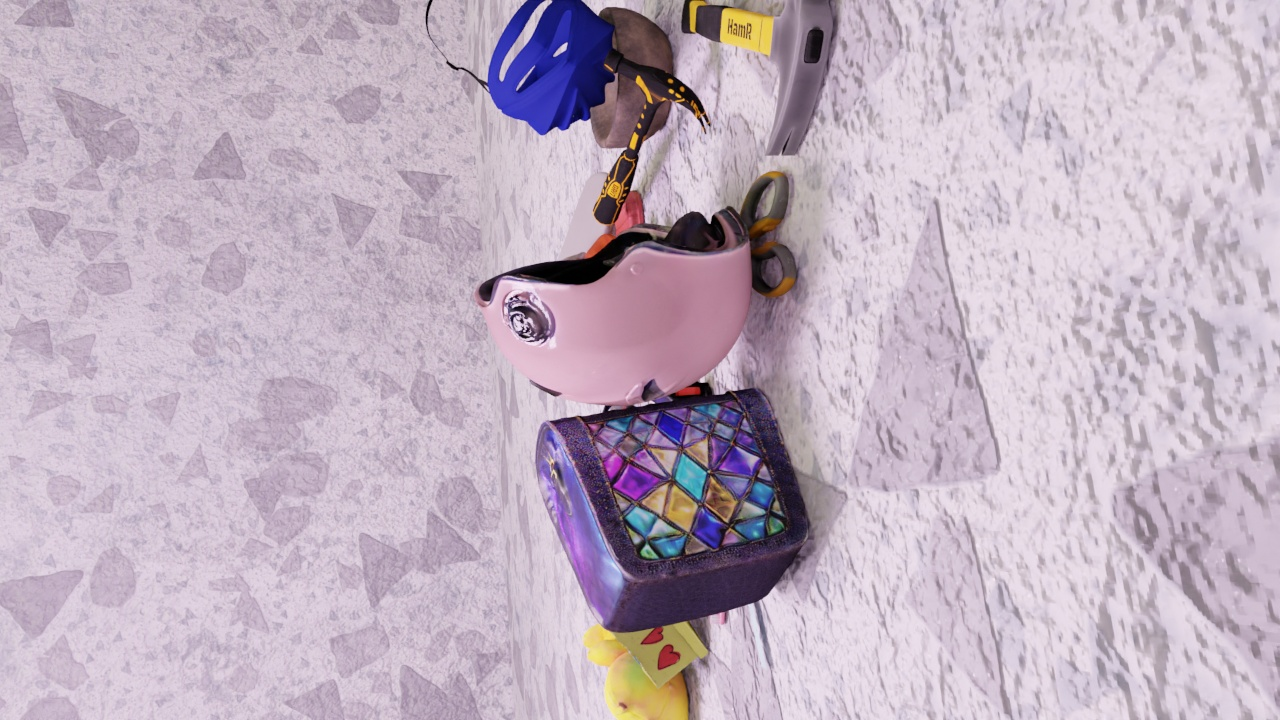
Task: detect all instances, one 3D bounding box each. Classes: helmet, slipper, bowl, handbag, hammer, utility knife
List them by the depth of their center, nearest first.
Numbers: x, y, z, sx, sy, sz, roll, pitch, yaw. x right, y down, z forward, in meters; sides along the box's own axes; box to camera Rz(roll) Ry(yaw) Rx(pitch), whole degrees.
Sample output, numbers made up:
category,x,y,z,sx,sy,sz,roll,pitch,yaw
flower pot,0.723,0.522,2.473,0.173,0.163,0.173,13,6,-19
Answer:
category,x,y,z,sx,sy,sz,roll,pitch,yaw
hammer,0.090,-0.295,0.828,0.324,0.034,0.170,-121,31,-62
helmet,-0.019,-0.043,0.830,0.229,0.256,0.152,-46,-54,-62
handbag,0.022,0.113,0.833,0.126,0.204,0.221,107,149,-50
utility knife,0.100,0.196,0.913,0.030,0.019,0.218,97,161,-63
helmet,-0.133,-0.349,1.001,0.148,0.227,0.241,-56,11,7
hammer,-0.009,-0.233,1.053,0.036,0.123,0.321,-63,3,-20
bowl,-0.012,-0.336,1.100,0.162,0.070,0.162,176,91,-74
slipper,-0.025,-0.104,1.215,0.104,0.059,0.248,143,124,-71
slipper,-0.066,-0.143,1.349,0.113,0.080,0.266,37,116,44

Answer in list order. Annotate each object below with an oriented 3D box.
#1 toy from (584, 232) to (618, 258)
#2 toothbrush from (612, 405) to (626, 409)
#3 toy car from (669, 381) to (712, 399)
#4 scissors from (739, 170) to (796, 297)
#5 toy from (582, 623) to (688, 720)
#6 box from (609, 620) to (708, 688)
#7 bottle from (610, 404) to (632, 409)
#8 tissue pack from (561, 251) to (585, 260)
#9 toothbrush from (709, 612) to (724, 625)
category,x,y,z,sx,sy,sz,roll,pitch,yaw
toy,-0.017,-0.074,1.094,0.173,0.092,0.164,10,98,62
toothbrush,-0.007,0.007,1.141,0.015,0.015,0.184,-141,71,-81
toy car,0.049,0.072,0.993,0.049,0.051,0.100,167,99,-72
scissors,0.093,-0.115,0.867,0.228,0.016,0.134,-163,69,-73
toy,0.005,0.394,1.151,0.087,0.134,0.194,-46,18,3
box,-0.010,0.281,1.110,0.124,0.082,0.221,54,173,-19
bottle,-0.029,0.081,1.313,0.030,0.030,0.113,-114,26,-52
tissue pack,-0.075,-0.049,1.261,0.103,0.071,0.181,-89,-24,-70
toothbrush,0.080,0.225,0.950,0.021,0.016,0.135,-96,3,-60
